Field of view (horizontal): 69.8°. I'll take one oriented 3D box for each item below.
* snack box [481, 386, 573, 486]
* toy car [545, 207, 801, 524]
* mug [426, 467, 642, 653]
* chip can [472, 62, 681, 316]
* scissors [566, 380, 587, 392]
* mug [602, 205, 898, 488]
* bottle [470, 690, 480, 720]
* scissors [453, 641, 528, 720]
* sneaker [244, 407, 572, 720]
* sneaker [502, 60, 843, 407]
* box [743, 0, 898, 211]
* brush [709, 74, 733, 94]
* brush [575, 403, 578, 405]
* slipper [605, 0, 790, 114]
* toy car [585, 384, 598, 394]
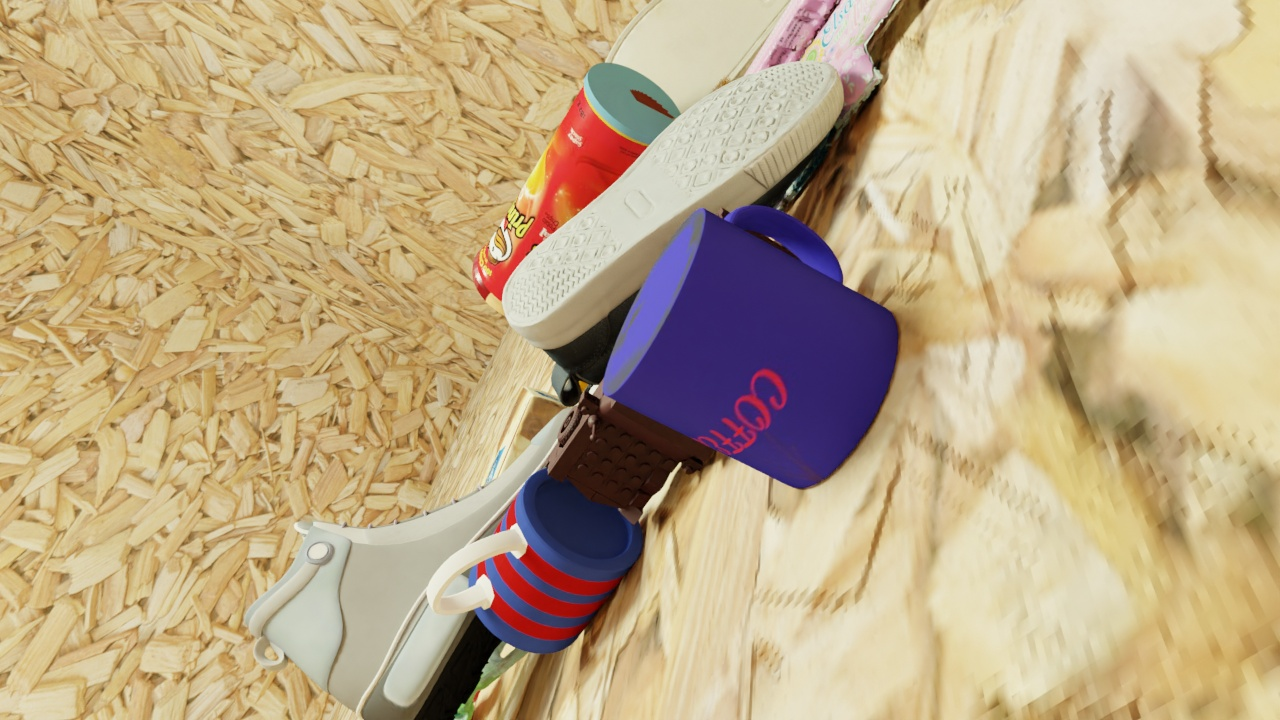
[{"bbox_3d":[-0.117,0.128,0.828,0.153,0.055,0.207,-170,102,-80],"label":"snack box"},{"bbox_3d":[0.018,0.013,0.467,0.170,0.070,0.061,-55,13,20],"label":"toy car"},{"bbox_3d":[-0.062,0.112,0.509,0.075,0.111,0.076,55,126,34],"label":"mug"},{"bbox_3d":[-0.056,-0.127,0.736,0.214,0.087,0.086,-49,17,40],"label":"chip can"},{"bbox_3d":[-0.025,-0.050,0.954,0.226,0.016,0.174,-54,15,39],"label":"scissors"},{"bbox_3d":[0.045,-0.016,0.363,0.079,0.083,0.111,-48,18,54],"label":"mug"},{"bbox_3d":[-0.163,0.280,0.702,0.138,0.062,0.061,-52,14,21],"label":"bottle"},{"bbox_3d":[-0.122,0.237,0.631,0.173,0.021,0.171,-48,34,11],"label":"scissors"},{"bbox_3d":[-0.139,0.112,0.625,0.255,0.160,0.093,-58,-17,-33],"label":"sneaker"},{"bbox_3d":[0.029,-0.070,0.519,0.235,0.087,0.089,-40,39,1],"label":"sneaker"},{"bbox_3d":[0.091,-0.171,0.589,0.231,0.062,0.160,-54,14,40],"label":"box"},{"bbox_3d":[0.030,-0.147,0.671,0.126,0.017,0.048,-52,-6,7],"label":"brush"},{"bbox_3d":[-0.049,0.046,0.858,0.033,0.012,0.218,-65,9,-6],"label":"brush"},{"bbox_3d":[0.078,-0.279,0.729,0.275,0.114,0.054,-42,-17,12],"label":"slipper"},{"bbox_3d":[0.006,-0.006,0.583,0.055,0.056,0.153,-30,35,37],"label":"toy car"}]
